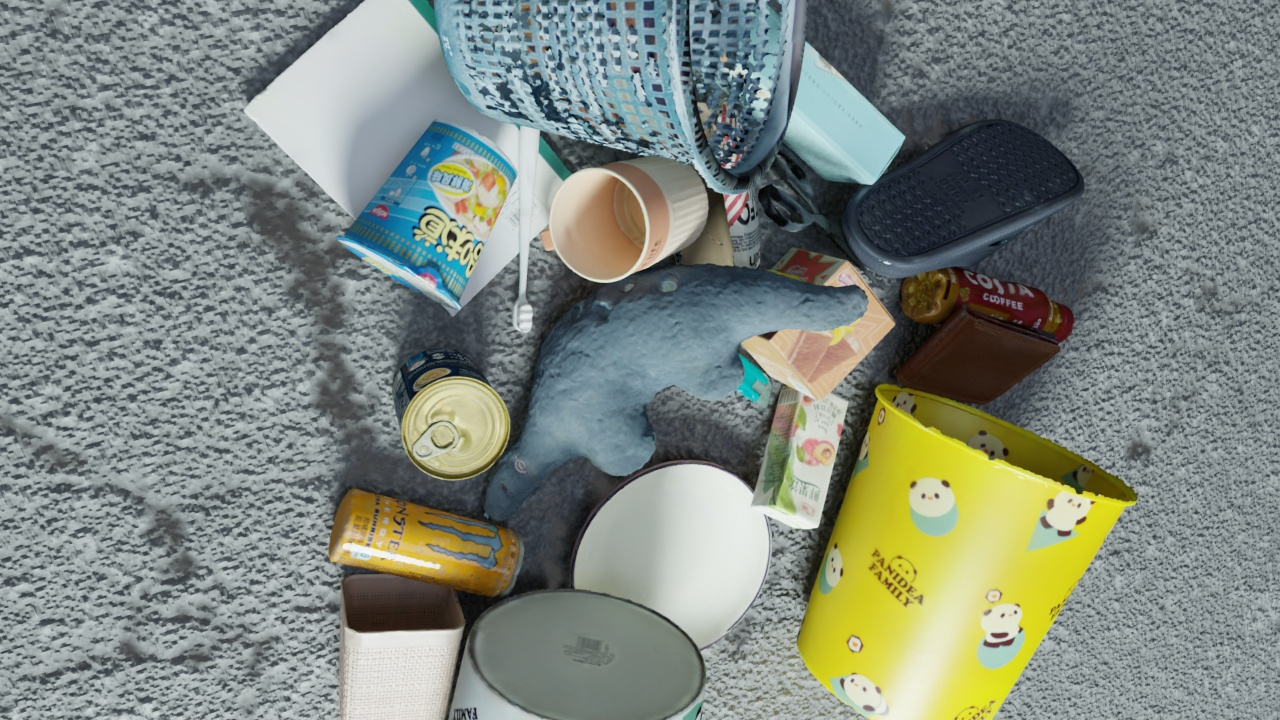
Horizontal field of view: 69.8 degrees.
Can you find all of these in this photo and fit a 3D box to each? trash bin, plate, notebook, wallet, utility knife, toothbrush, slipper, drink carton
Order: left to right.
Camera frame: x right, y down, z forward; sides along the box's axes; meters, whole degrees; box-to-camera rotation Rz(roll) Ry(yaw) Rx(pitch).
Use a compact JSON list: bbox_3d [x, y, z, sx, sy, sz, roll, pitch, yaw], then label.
[{"bbox_3d":[-0.160,-0.156,0.686,0.150,0.012,0.209,-45,115,-6],"label":"notebook"},{"bbox_3d":[-0.088,-0.110,0.712,0.016,0.016,0.180,-3,104,-29],"label":"toothbrush"},{"bbox_3d":[-0.060,0.337,0.721,0.229,0.229,0.252,4,107,-21],"label":"trash bin"},{"bbox_3d":[-0.015,-0.231,0.600,0.225,0.195,0.227,-36,131,-56],"label":"trash bin"},{"bbox_3d":[0.025,0.176,0.825,0.192,0.039,0.192,-5,105,-19],"label":"plate"},{"bbox_3d":[0.057,-0.010,0.803,0.174,0.013,0.029,35,89,-24],"label":"utility knife"},{"bbox_3d":[0.141,0.084,0.821,0.053,0.046,0.122,26,69,-23],"label":"drink carton"},{"bbox_3d":[0.273,0.182,0.827,0.229,0.229,0.255,15,103,-23],"label":"trash bin"},{"bbox_3d":[0.275,-0.134,0.817,0.267,0.083,0.110,-25,71,-25],"label":"slipper"},{"bbox_3d":[0.314,-0.004,0.859,0.124,0.032,0.101,13,139,-26],"label":"wallet"}]

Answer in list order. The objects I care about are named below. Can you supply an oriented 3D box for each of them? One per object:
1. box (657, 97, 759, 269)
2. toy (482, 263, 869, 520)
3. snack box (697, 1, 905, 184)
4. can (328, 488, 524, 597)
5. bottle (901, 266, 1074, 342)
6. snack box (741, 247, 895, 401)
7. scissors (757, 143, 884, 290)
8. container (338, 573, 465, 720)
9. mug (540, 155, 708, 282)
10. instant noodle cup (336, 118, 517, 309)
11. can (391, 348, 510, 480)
[{"bbox_3d":[0.053,-0.129,0.754,0.086,0.076,0.163,-6,111,21],"label":"box"},{"bbox_3d":[-0.004,0.004,0.724,0.357,0.091,0.138,-34,89,12],"label":"toy"},{"bbox_3d":[0.127,-0.213,0.744,0.175,0.074,0.051,35,90,-24],"label":"snack box"},{"bbox_3d":[-0.171,0.148,0.735,0.146,0.058,0.058,20,96,-24],"label":"can"},{"bbox_3d":[0.333,-0.050,0.871,0.174,0.057,0.057,10,100,-22],"label":"bottle"},{"bbox_3d":[0.142,-0.034,0.785,0.094,0.093,0.077,-46,113,-4],"label":"snack box"},{"bbox_3d":[0.156,-0.116,0.792,0.162,0.014,0.165,-28,93,-51],"label":"scissors"},{"bbox_3d":[-0.197,0.241,0.735,0.089,0.090,0.111,4,105,-22],"label":"container"},{"bbox_3d":[-0.018,-0.108,0.701,0.105,0.115,0.081,-31,106,-55],"label":"mug"},{"bbox_3d":[-0.143,-0.107,0.652,0.099,0.099,0.109,33,80,-24],"label":"instant noodle cup"},{"bbox_3d":[-0.145,0.036,0.688,0.075,0.111,0.075,-4,103,-18],"label":"can"}]
